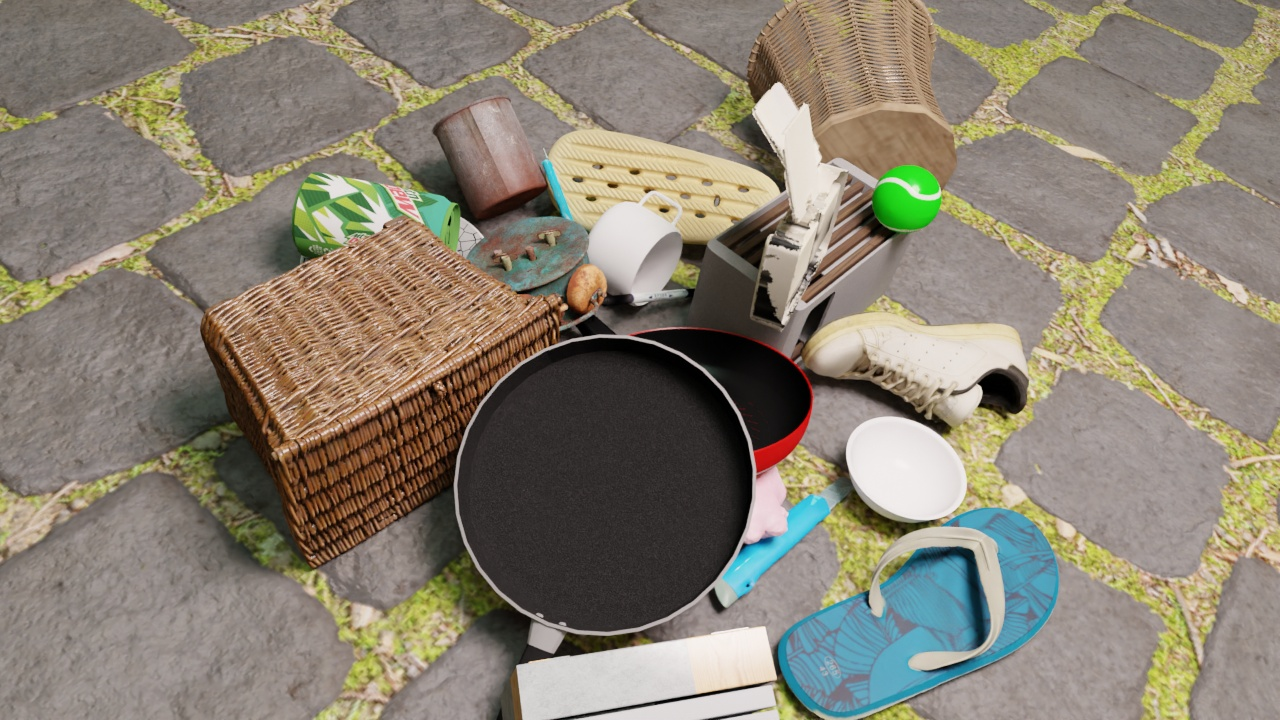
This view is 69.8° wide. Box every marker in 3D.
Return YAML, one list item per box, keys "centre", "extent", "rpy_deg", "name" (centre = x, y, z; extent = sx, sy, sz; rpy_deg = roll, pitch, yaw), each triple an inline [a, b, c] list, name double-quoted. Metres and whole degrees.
- centre: [0.014, -0.064, 0.925]
  extent: [0.151, 0.011, 0.011]
  rpy_deg: [-10, 49, -47]
  name: "marker"

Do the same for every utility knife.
- centre: [-0.085, -0.169, 0.978]
  extent: [0.015, 0.118, 0.022]
  rpy_deg: [-18, 15, 6]
  name: "utility knife"
- centre: [0.128, 0.150, 0.794]
  extent: [0.195, 0.015, 0.031]
  rpy_deg: [-31, 64, -33]
  name: "utility knife"

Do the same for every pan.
- centre: [-0.049, 0.150, 0.678]
  extent: [0.225, 0.034, 0.355]
  rpy_deg: [18, 74, 10]
  name: "pan"
- centre: [-0.005, 0.005, 0.856]
  extent: [0.208, 0.067, 0.356]
  rpy_deg: [-25, 40, -36]
  name: "pan"

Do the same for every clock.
- centre: [-0.096, -0.077, 0.861]
  extent: [0.121, 0.073, 0.157]
  rpy_deg: [-26, 42, -15]
  name: "clock"

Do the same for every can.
- centre: [-0.255, -0.130, 0.894]
  extent: [0.144, 0.083, 0.082]
  rpy_deg: [10, 49, -2]
  name: "can"

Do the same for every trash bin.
- centre: [0.010, 0.297, 0.521]
  extent: [0.142, 0.143, 0.246]
  rpy_deg: [-5, 65, -15]
  name: "trash bin"
- centre: [0.169, -0.094, 0.946]
  extent: [0.114, 0.115, 0.228]
  rpy_deg: [39, 54, 22]
  name: "trash bin"

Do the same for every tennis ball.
- centre: [0.259, -0.157, 0.895]
  extent: [0.065, 0.065, 0.065]
  rpy_deg: [5, 49, -6]
  name: "tennis ball"

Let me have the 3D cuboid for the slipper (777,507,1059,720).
- centre: [0.244, 0.198, 0.747]
  extent: [0.294, 0.060, 0.118]
  rpy_deg: [-20, 59, -25]
  name: "slipper"

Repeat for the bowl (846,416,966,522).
- centre: [0.234, 0.107, 0.833]
  extent: [0.110, 0.041, 0.109]
  rpy_deg: [6, 49, -7]
  name: "bowl"

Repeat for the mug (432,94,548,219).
- centre: [-0.166, -0.213, 0.995]
  extent: [0.096, 0.123, 0.110]
  rpy_deg: [-21, 91, -25]
  name: "mug"

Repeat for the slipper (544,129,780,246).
- centre: [0.024, -0.180, 1.016]
  extent: [0.261, 0.079, 0.111]
  rpy_deg: [12, 89, 7]
  name: "slipper"

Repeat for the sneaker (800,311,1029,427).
- centre: [0.275, 0.017, 0.898]
  extent: [0.241, 0.089, 0.102]
  rpy_deg: [1, 57, -15]
  name: "sneaker"

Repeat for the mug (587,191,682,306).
- centre: [-0.003, -0.119, 0.940]
  extent: [0.068, 0.094, 0.115]
  rpy_deg: [33, 89, 21]
  name: "mug"

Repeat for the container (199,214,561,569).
- centre: [-0.218, 0.007, 0.751]
  extent: [0.249, 0.163, 0.183]
  rpy_deg: [-33, 63, -30]
  name: "container"

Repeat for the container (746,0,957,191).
- centre: [0.248, -0.286, 1.065]
  extent: [0.227, 0.227, 0.195]
  rpy_deg: [2, 56, -9]
  name: "container"

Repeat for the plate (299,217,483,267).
- centre: [-0.246, -0.094, 0.934]
  extent: [0.188, 0.016, 0.188]
  rpy_deg: [5, 49, -6]
  name: "plate"

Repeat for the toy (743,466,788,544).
- centre: [0.088, 0.120, 0.787]
  extent: [0.102, 0.050, 0.093]
  rpy_deg: [-11, 40, -23]
  name: "toy"

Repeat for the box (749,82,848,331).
- centre: [0.131, -0.133, 0.780]
  extent: [0.066, 0.186, 0.145]
  rpy_deg: [5, 38, 28]
  name: "box"
